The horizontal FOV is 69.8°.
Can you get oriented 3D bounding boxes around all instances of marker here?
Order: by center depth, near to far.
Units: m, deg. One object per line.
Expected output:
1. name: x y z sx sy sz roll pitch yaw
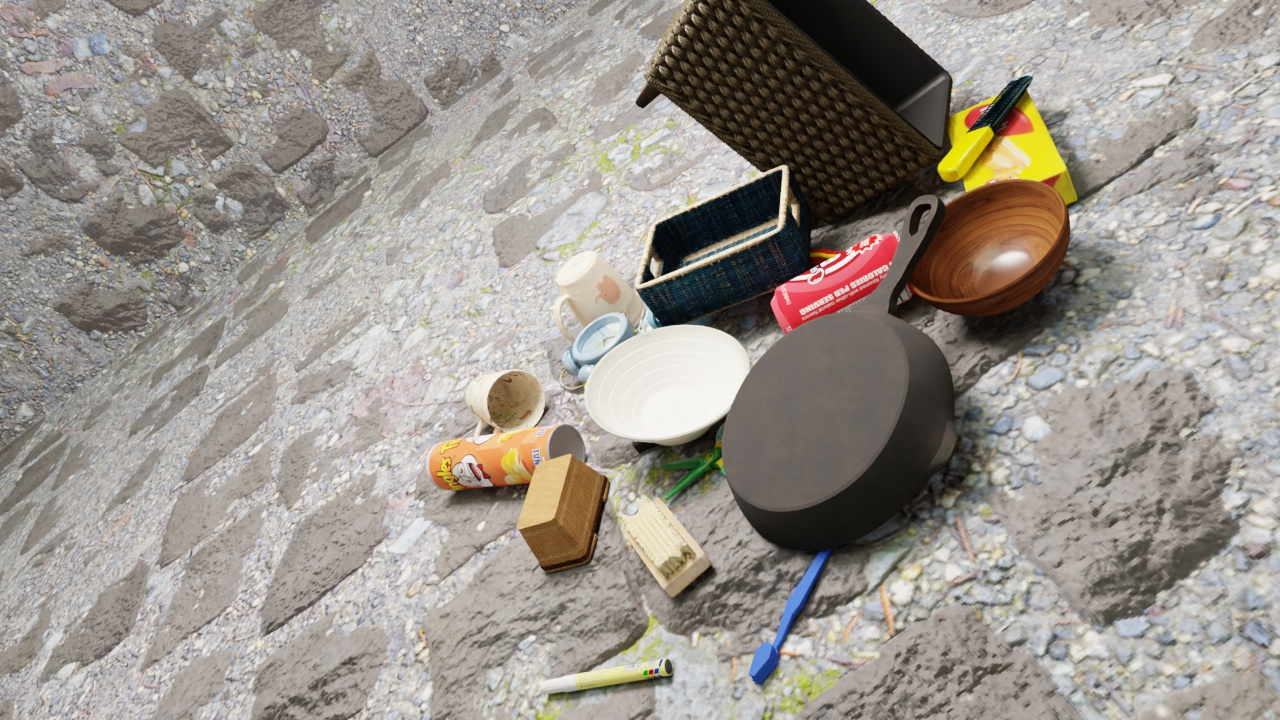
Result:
1. marker: -0.032 0.274 0.794 0.133 0.014 0.014 -20 36 28

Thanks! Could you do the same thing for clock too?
1. clock: 0.048 -0.070 1.135 0.087 0.042 0.123 -42 33 -6
2. clock: -0.049 -0.007 1.143 0.124 0.051 0.089 -42 33 -7

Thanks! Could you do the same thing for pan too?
1. pan: 0.186 -0.005 0.817 0.249 0.043 0.355 8 67 55

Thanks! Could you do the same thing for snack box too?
1. snack box: 0.387 -0.216 0.972 0.092 0.042 0.200 -22 34 25

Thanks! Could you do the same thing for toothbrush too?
1. toothbrush: 0.137 0.178 0.747 0.017 0.011 0.186 5 51 49

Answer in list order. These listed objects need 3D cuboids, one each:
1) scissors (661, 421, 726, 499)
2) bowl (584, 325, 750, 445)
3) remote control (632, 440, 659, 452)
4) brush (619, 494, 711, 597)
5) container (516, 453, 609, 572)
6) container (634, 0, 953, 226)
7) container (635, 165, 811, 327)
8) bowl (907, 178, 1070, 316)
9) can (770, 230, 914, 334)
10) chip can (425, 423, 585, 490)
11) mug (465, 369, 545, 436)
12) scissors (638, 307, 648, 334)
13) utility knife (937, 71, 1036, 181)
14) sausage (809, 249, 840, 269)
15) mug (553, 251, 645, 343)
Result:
1. scissors: 0.073 0.093 0.923 0.129 0.012 0.119 -10 40 37
2. bowl: 0.033 0.039 0.968 0.177 0.058 0.176 -11 39 9
3. remote control: 0.022 0.045 1.039 0.058 0.013 0.133 -25 34 22
4. brush: 0.019 0.168 0.856 0.049 0.039 0.117 -39 32 -4
5. container: -0.082 0.154 0.957 0.063 0.061 0.113 -20 36 28
6. container: 0.168 -0.318 1.067 0.206 0.321 0.176 -39 22 46
7. container: 0.098 -0.128 1.050 0.188 0.071 0.145 -20 34 27
8. bowl: 0.326 -0.089 0.842 0.148 0.069 0.147 -29 35 23
9. can: 0.209 -0.070 0.934 0.143 0.074 0.074 -29 32 16
10. chip can: -0.163 0.117 1.089 0.211 0.062 0.062 -11 40 38
11. mug: -0.186 0.069 1.185 0.097 0.081 0.122 5 77 58
12. scissors: -0.010 -0.003 1.061 0.086 0.015 0.135 -164 81 -78
13. utility knife: 0.371 -0.253 0.975 0.170 0.020 0.029 -50 34 -15
14. sausage: 0.192 -0.107 1.035 0.040 0.040 0.156 -48 32 -16
15. mug: -0.066 -0.075 1.198 0.111 0.104 0.085 -50 32 -20
